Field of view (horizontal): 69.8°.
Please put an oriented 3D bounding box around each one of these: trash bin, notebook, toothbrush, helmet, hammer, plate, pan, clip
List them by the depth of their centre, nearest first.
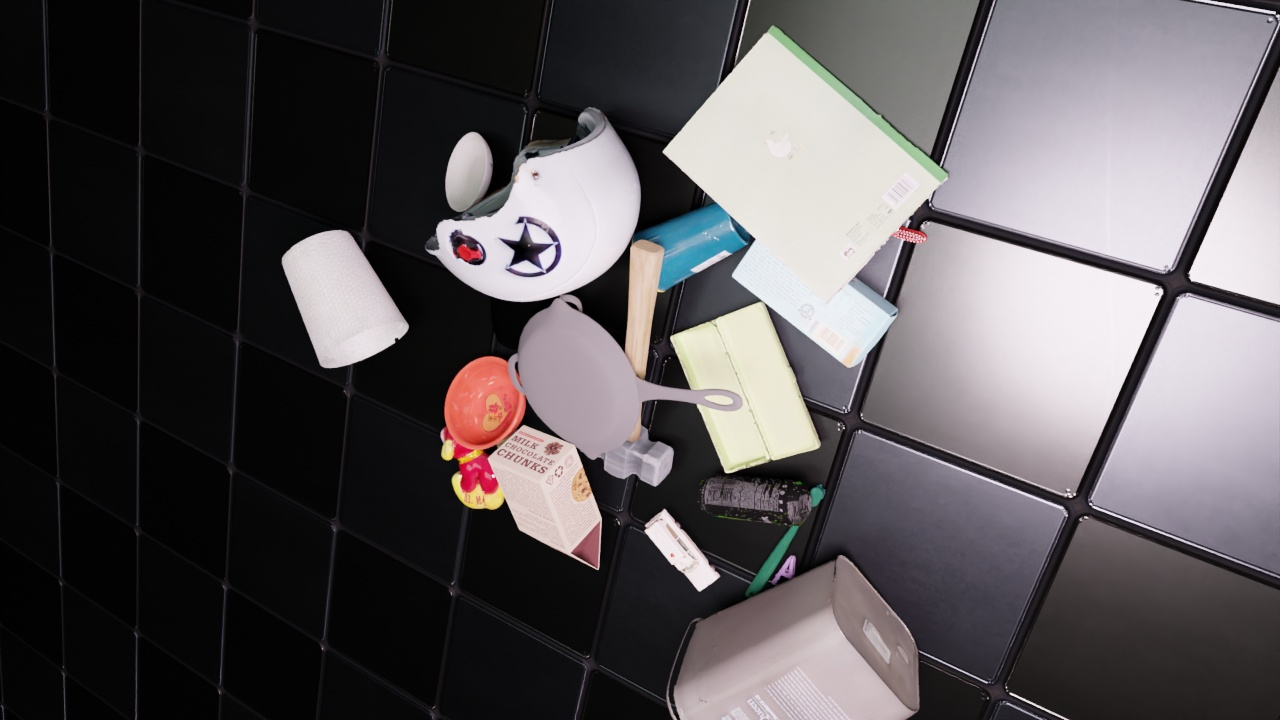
[{"bbox_3d":[0.171,-0.212,0.985,0.252,0.010,0.182,45,102,12],"label":"notebook"},{"bbox_3d":[0.208,-0.161,1.008,0.213,0.017,0.012,20,112,22],"label":"toothbrush"},{"bbox_3d":[0.186,0.363,1.065,0.221,0.197,0.197,-38,96,24],"label":"trash bin"},{"bbox_3d":[-0.113,-0.157,1.075,0.265,0.235,0.164,-26,109,29],"label":"helmet"},{"bbox_3d":[-0.036,0.035,1.096,0.355,0.024,0.217,5,116,37],"label":"pan"},{"bbox_3d":[-0.007,0.006,1.106,0.117,0.051,0.324,23,128,22],"label":"hammer"},{"bbox_3d":[0.178,0.226,1.133,0.016,0.017,0.190,35,119,16],"label":"toothbrush"},{"bbox_3d":[0.179,0.266,1.145,0.046,0.014,0.050,-7,103,33],"label":"clip"},{"bbox_3d":[-0.218,-0.244,1.199,0.104,0.026,0.104,-11,76,49],"label":"plate"},{"bbox_3d":[-0.429,-0.091,1.314,0.134,0.133,0.161,-33,82,31],"label":"trash bin"}]

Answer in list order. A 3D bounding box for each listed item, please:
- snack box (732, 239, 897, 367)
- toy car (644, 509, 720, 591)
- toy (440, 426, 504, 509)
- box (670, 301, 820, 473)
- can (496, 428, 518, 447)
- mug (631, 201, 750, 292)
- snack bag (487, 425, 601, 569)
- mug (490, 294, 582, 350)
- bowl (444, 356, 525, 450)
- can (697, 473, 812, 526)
[{"bbox_3d":[0.193,-0.076,1.020,0.174,0.053,0.075,39,117,13],"label":"snack box"},{"bbox_3d":[0.051,0.250,1.194,0.039,0.039,0.113,-43,82,30],"label":"toy car"},{"bbox_3d":[-0.236,0.153,1.312,0.106,0.067,0.137,-13,105,29],"label":"toy"},{"bbox_3d":[0.126,0.034,1.102,0.138,0.024,0.187,-22,92,37],"label":"box"},{"bbox_3d":[-0.171,0.139,1.284,0.038,0.038,0.079,-23,92,31],"label":"can"},{"bbox_3d":[0.061,-0.137,1.065,0.122,0.078,0.078,-22,93,26],"label":"mug"},{"bbox_3d":[-0.117,0.197,1.229,0.094,0.069,0.206,17,137,37],"label":"snack bag"},{"bbox_3d":[-0.138,-0.064,1.196,0.119,0.084,0.100,13,127,-7],"label":"mug"},{"bbox_3d":[-0.204,0.062,1.261,0.131,0.045,0.130,-9,71,26],"label":"bowl"},{"bbox_3d":[0.137,0.167,1.107,0.138,0.053,0.054,0,104,38],"label":"can"}]
